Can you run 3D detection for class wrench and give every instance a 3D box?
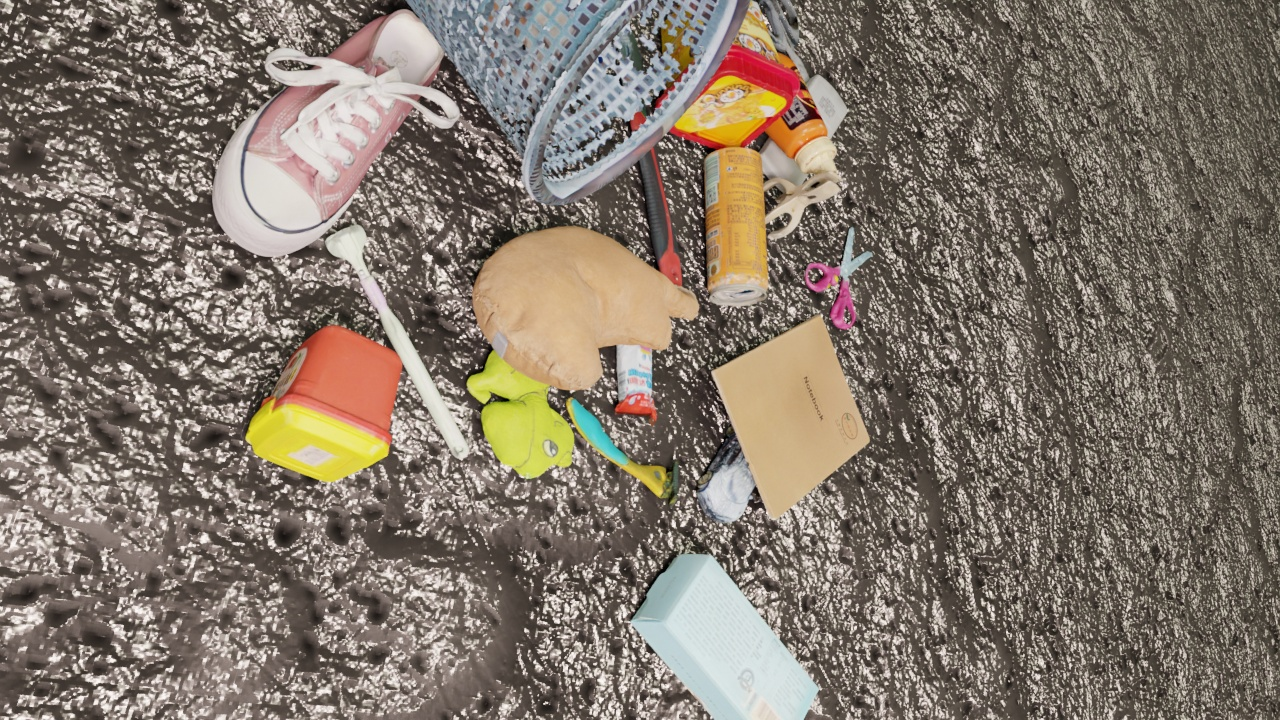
[{"bbox_3d":[0.005,-0.195,0.857,0.056,0.016,0.273,-8,85,-61],"label":"wrench"}]

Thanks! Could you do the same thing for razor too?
[{"bbox_3d":[-0.017,0.073,0.771,0.132,0.028,0.043,40,34,-26],"label":"razor"}]

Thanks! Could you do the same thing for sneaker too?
[{"bbox_3d":[-0.208,-0.177,0.653,0.118,0.088,0.240,42,56,-21],"label":"sneaker"}]

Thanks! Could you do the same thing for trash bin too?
[{"bbox_3d":[-0.062,-0.262,0.671,0.195,0.227,0.225,45,52,9],"label":"trash bin"}]

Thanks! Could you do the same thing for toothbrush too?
[{"bbox_3d":[-0.175,-0.011,0.680,0.029,0.020,0.189,-28,98,-8],"label":"toothbrush"}]

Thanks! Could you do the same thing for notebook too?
[{"bbox_3d":[0.153,0.048,0.897,0.207,0.008,0.148,-25,94,-48],"label":"notebook"}]

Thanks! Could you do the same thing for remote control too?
[{"bbox_3d":[0.177,-0.247,1.001,0.058,0.021,0.149,45,60,-19],"label":"remote control"}]

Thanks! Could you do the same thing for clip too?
[{"bbox_3d":[0.156,-0.171,0.931,0.035,0.102,0.094,28,37,-27],"label":"clip"}]

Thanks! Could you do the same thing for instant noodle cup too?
[{"bbox_3d":[0.077,-0.288,0.890,0.116,0.116,0.123,9,61,-35],"label":"instant noodle cup"}]

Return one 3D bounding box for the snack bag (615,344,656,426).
[{"bbox_3d":[-0.005,0.005,0.799,0.045,0.026,0.105,7,71,-28],"label":"snack bag"}]

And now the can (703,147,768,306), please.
[{"bbox_3d":[0.092,-0.129,0.886,0.058,0.058,0.146,10,73,-35],"label":"can"}]

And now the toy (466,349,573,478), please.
[{"bbox_3d":[-0.094,0.043,0.719,0.096,0.031,0.100,17,65,-29],"label":"toy"}]

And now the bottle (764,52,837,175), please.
[{"bbox_3d":[0.156,-0.244,0.937,0.066,0.067,0.149,-13,66,-39],"label":"bottle"}]

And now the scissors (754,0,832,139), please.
[{"bbox_3d":[0.185,-0.336,1.040,0.175,0.014,0.132,34,62,-26],"label":"scissors"}]

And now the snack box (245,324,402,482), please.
[{"bbox_3d":[-0.203,0.029,0.605,0.082,0.091,0.080,30,55,-28],"label":"snack box"}]

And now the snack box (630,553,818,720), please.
[{"bbox_3d":[0.074,0.251,0.779,0.175,0.052,0.074,53,52,-15],"label":"snack box"}]

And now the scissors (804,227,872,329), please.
[{"bbox_3d":[0.227,-0.089,1.008,0.135,0.017,0.108,-31,96,-42],"label":"scissors"}]

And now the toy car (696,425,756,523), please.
[{"bbox_3d":[0.090,0.101,0.843,0.049,0.031,0.105,46,56,-18],"label":"toy car"}]

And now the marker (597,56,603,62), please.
[{"bbox_3d":[-0.047,-0.351,0.866,0.016,0.017,0.145,-2,79,-37],"label":"marker"}]

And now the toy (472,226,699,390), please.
[{"bbox_3d":[-0.035,-0.055,0.751,0.225,0.083,0.143,-25,75,-46],"label":"toy"}]
